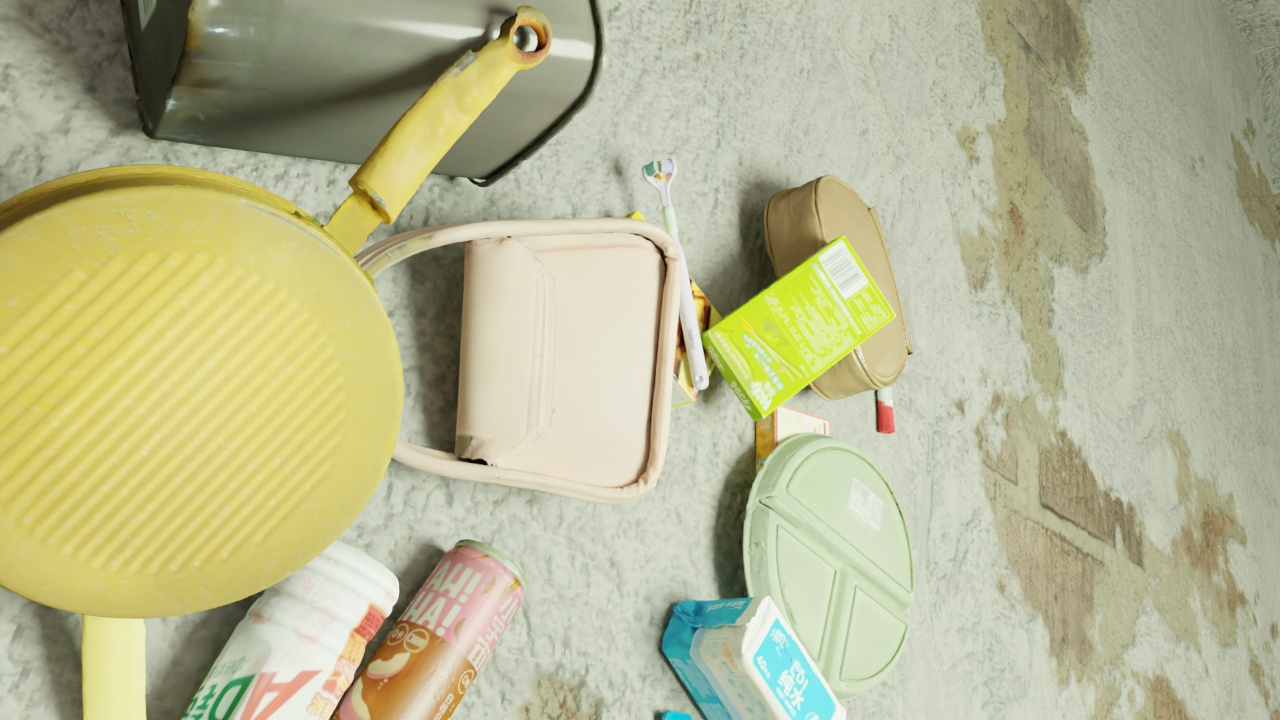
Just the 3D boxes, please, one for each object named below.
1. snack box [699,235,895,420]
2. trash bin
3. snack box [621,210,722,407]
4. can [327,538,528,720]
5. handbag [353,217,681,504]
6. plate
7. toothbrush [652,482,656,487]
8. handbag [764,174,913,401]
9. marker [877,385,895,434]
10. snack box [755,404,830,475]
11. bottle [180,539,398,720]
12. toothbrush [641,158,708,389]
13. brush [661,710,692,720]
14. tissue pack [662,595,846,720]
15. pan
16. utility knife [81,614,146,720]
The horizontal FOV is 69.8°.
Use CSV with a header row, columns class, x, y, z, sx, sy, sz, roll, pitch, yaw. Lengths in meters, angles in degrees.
class,x,y,z,sx,sy,sz,roll,pitch,yaw
snack box,0.132,-0.028,0.763,0.156,0.026,0.086,-36,94,-18
trash bin,-0.169,-0.215,0.533,0.219,0.199,0.199,-9,83,-36
snack box,0.011,-0.041,0.744,0.140,0.034,0.086,49,50,-19
can,-0.126,0.178,0.536,0.058,0.058,0.146,49,51,-20
handbag,-0.092,-0.006,0.598,0.233,0.093,0.193,3,89,-30
plate,0.172,0.174,0.792,0.229,0.028,0.230,14,69,-41
toothbrush,-0.004,0.004,0.694,0.029,0.020,0.189,-2,94,-12
handbag,0.183,-0.067,0.868,0.147,0.100,0.204,-6,82,-50
marker,0.255,0.005,0.963,0.017,0.017,0.145,16,67,-38
snack box,0.137,0.121,0.814,0.077,0.027,0.155,18,66,-38
bottle,-0.198,0.187,0.466,0.068,0.068,0.196,41,58,-26
toothbrush,0.032,-0.069,0.735,0.021,0.029,0.189,23,56,-80
brush,0.014,0.374,0.625,0.083,0.046,0.254,23,59,-31
tissue pack,0.086,0.239,0.690,0.063,0.090,0.140,-44,107,-40
pan,-0.155,-0.044,0.423,0.357,0.078,0.198,-46,126,-10
utility knife,-0.246,0.132,0.433,0.030,0.019,0.177,-2,105,-39
